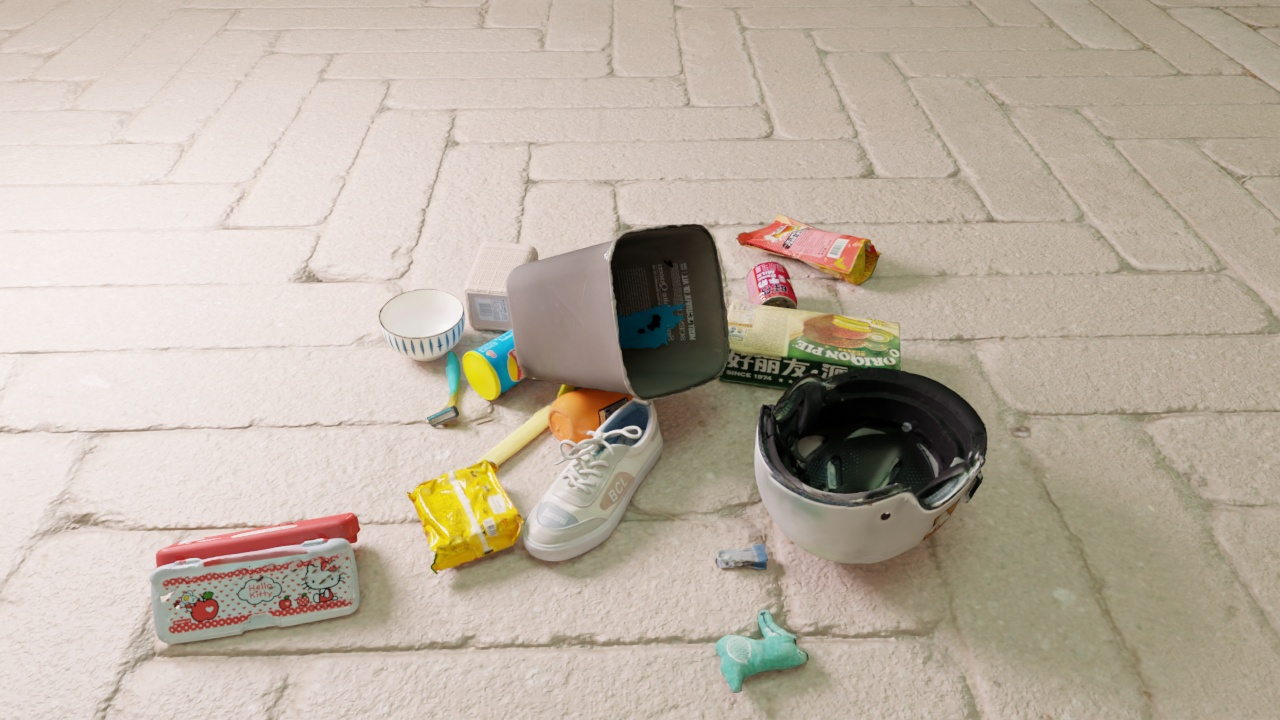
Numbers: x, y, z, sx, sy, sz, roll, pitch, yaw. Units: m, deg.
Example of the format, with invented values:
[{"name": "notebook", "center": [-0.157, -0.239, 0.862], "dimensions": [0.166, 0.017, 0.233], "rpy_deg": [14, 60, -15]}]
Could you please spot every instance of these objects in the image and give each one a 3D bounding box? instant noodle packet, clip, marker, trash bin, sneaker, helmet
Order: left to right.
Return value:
[{"name": "instant noodle packet", "center": [-0.197, 0.175, 1.035], "dimensions": [0.110, 0.044, 0.128], "rpy_deg": [-21, 39, -15]}, {"name": "marker", "center": [-0.091, 0.020, 1.255], "dimensions": [0.018, 0.015, 0.123], "rpy_deg": [8, 36, 8]}, {"name": "sneaker", "center": [-0.048, 0.128, 1.058], "dimensions": [0.089, 0.091, 0.241], "rpy_deg": [20, 43, 24]}, {"name": "trash bin", "center": [-0.035, -0.058, 1.149], "dimensions": [0.220, 0.199, 0.198], "rpy_deg": [-1, 10, 44]}, {"name": "clip", "center": [0.110, 0.216, 1.007], "dimensions": [0.058, 0.037, 0.026], "rpy_deg": [-3, 41, -3]}, {"name": "helmet", "center": [0.243, 0.128, 1.011], "dimensions": [0.230, 0.157, 0.273], "rpy_deg": [29, 36, 33]}]

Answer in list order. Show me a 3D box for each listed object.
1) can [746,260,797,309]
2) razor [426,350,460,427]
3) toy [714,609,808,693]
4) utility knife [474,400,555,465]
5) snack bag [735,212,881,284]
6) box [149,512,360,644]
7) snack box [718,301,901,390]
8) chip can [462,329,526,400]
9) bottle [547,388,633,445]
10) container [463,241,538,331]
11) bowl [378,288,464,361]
[{"name": "can", "center": [0.195, -0.096, 1.360], "dimensions": [0.066, 0.067, 0.093], "rpy_deg": [-1, 39, -2]}, {"name": "razor", "center": [-0.254, 0.035, 1.222], "dimensions": [0.043, 0.028, 0.132], "rpy_deg": [-26, 39, 16]}, {"name": "toy", "center": [0.118, 0.287, 0.912], "dimensions": [0.092, 0.030, 0.096], "rpy_deg": [-2, 31, -11]}, {"name": "utility knife", "center": [-0.159, 0.100, 1.148], "dimensions": [0.031, 0.019, 0.182], "rpy_deg": [22, 37, 30]}, {"name": "snack bag", "center": [0.273, -0.186, 1.482], "dimensions": [0.208, 0.073, 0.128], "rpy_deg": [24, 39, 34]}, {"name": "box", "center": [-0.399, 0.228, 0.971], "dimensions": [0.201, 0.100, 0.094], "rpy_deg": [-8, -2, -9]}, {"name": "snack box", "center": [0.232, -0.013, 1.259], "dimensions": [0.240, 0.063, 0.114], "rpy_deg": [8, 39, 9]}, {"name": "chip can", "center": [-0.141, -0.024, 1.264], "dimensions": [0.071, 0.071, 0.209], "rpy_deg": [31, 47, 32]}, {"name": "bottle", "center": [-0.047, 0.056, 1.176], "dimensions": [0.149, 0.067, 0.067], "rpy_deg": [-25, 45, -39]}, {"name": "container", "center": [-0.205, -0.106, 1.353], "dimensions": [0.090, 0.090, 0.110], "rpy_deg": [6, 42, 6]}, {"name": "bowl", "center": [-0.303, -0.042, 1.287], "dimensions": [0.116, 0.066, 0.116], "rpy_deg": [1, 40, -1]}]
